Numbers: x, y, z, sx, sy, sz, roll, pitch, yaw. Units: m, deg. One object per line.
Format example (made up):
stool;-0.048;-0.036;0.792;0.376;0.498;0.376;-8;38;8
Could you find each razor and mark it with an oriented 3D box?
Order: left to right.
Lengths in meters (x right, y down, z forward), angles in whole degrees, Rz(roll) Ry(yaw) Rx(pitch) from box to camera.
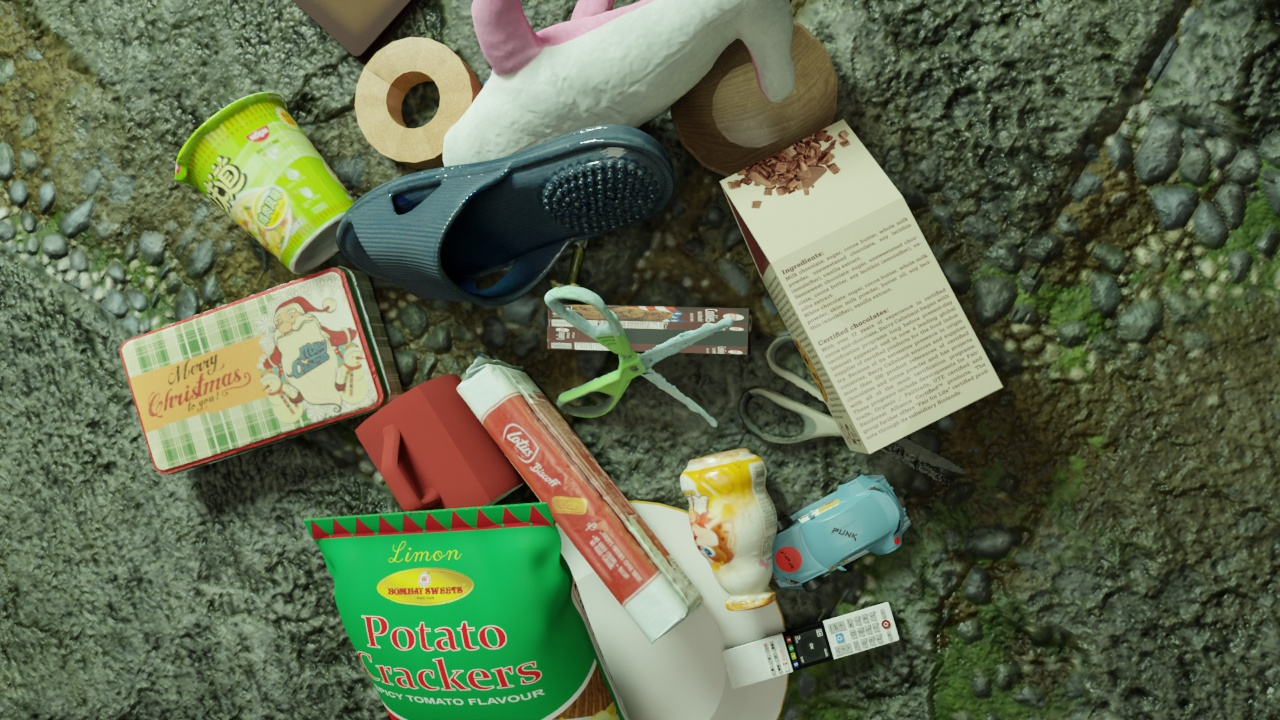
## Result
razor;-0.042;-0.096;0.680;0.026;0.042;0.106;11;83;12

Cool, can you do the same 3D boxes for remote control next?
remote control;0.121;0.202;0.654;0.124;0.012;0.028;-16;88;-1

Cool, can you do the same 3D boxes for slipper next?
slipper;-0.099;-0.080;0.627;0.264;0.101;0.082;-12;53;25

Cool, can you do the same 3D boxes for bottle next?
bottle;0.066;0.119;0.645;0.063;0.063;0.108;-13;85;10

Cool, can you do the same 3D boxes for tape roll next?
tape roll;-0.168;-0.195;0.700;0.094;0.027;0.094;0;91;10

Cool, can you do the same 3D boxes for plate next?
plate;-0.005;0.220;0.682;0.230;0.021;0.230;0;91;10

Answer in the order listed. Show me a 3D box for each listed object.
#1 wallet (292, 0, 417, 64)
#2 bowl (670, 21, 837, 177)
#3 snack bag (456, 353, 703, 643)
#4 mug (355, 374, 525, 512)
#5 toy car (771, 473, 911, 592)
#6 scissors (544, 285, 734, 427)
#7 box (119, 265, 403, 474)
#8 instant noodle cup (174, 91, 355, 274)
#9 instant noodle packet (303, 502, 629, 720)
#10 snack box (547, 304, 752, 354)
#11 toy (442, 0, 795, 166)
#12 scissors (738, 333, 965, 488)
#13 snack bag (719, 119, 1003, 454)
wallet;-0.211;-0.303;0.713;0.091;0.018;0.115;42;94;7
bowl;0.081;-0.184;0.655;0.118;0.030;0.118;0;91;10
snack bag;-0.042;0.093;0.644;0.041;0.077;0.225;-43;76;6
mug;-0.149;0.072;0.657;0.080;0.116;0.096;-34;85;13
toy car;0.136;0.125;0.652;0.108;0.027;0.060;-30;86;9
scissors;-0.004;0.003;0.635;0.172;0.021;0.172;-29;124;37
box;-0.295;0.009;0.717;0.206;0.050;0.117;-16;87;11
instant noodle cup;-0.271;-0.128;0.692;0.099;0.099;0.108;-43;92;8
instant noodle packet;-0.108;0.210;0.636;0.196;0.090;0.253;-8;113;25
snack box;0.008;-0.022;0.660;0.141;0.051;0.032;2;91;10
toy;-0.027;-0.205;0.626;0.266;0.127;0.186;-22;129;27
scissors;0.155;0.035;0.655;0.170;0.012;0.132;-2;91;10
snack bag;0.142;-0.052;0.620;0.094;0.070;0.206;-27;86;1
